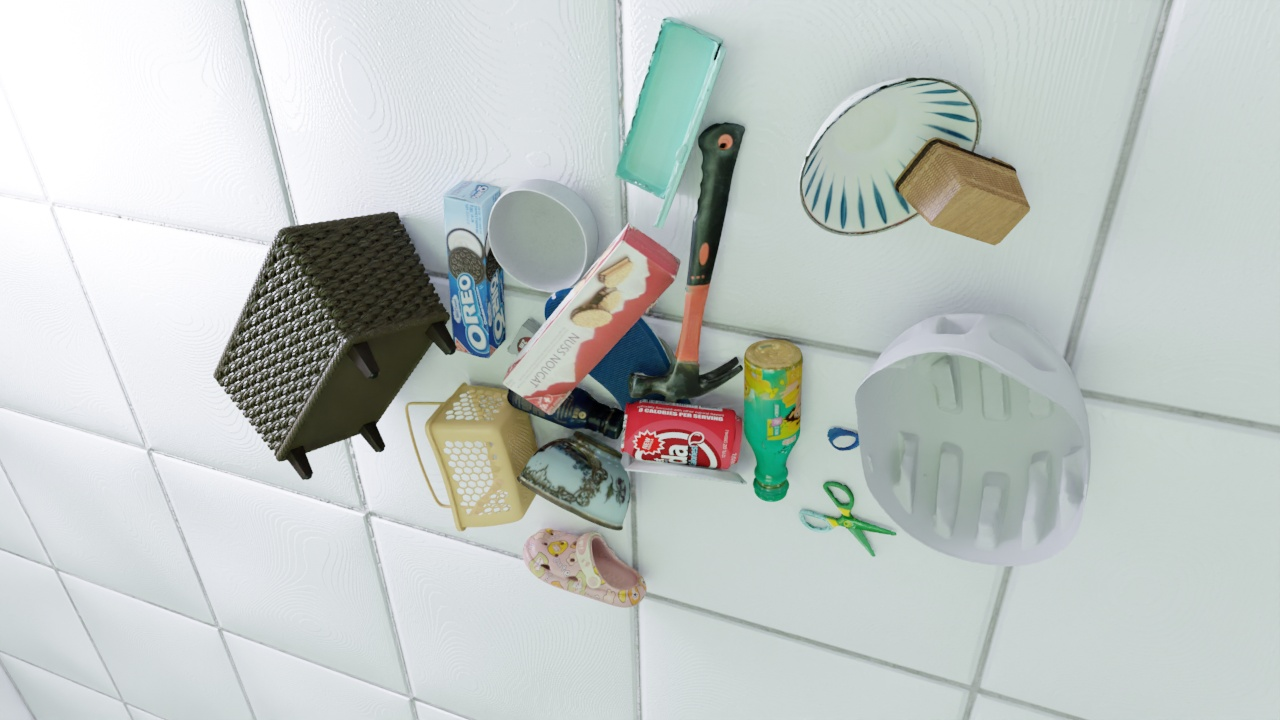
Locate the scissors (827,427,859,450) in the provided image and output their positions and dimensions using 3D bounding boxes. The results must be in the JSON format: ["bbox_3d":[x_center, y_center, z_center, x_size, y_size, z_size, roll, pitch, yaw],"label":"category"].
[{"bbox_3d":[0.282,0.089,1.094,0.129,0.014,0.127,-25,112,32],"label":"scissors"}]

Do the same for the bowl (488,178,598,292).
[{"bbox_3d":[-0.109,-0.153,1.087,0.132,0.064,0.132,13,126,18],"label":"bowl"}]

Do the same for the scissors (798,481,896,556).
[{"bbox_3d":[0.261,0.210,1.183,0.122,0.011,0.128,-26,106,37],"label":"scissors"}]

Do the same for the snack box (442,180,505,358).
[{"bbox_3d":[-0.210,-0.112,1.169,0.059,0.059,0.227,14,126,13],"label":"snack box"}]

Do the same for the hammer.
[{"bbox_3d":[0.069,-0.102,1.033,0.133,0.033,0.334,1,120,-11],"label":"hammer"}]

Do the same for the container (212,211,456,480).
[{"bbox_3d":[-0.399,-0.007,1.214,0.205,0.176,0.322,54,130,13],"label":"container"}]

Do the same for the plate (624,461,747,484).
[{"bbox_3d":[0.058,0.143,1.169,0.157,0.157,0.014,4,83,23],"label":"plate"}]

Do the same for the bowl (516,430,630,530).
[{"bbox_3d":[-0.076,0.153,1.243,0.160,0.160,0.094,26,87,8],"label":"bowl"}]

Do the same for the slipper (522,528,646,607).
[{"bbox_3d":[-0.080,0.297,1.361,0.197,0.093,0.082,22,117,10],"label":"slipper"}]

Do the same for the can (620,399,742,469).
[{"bbox_3d":[0.050,0.090,1.127,0.142,0.074,0.075,6,125,1],"label":"can"}]

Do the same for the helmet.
[{"bbox_3d":[0.345,0.086,0.943,0.225,0.183,0.282,-1,108,43],"label":"helmet"}]

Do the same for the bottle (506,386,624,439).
[{"bbox_3d":[-0.098,0.061,1.229,0.161,0.056,0.056,20,128,10],"label":"bottle"}]

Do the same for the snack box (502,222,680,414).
[{"bbox_3d":[-0.062,-0.039,1.054,0.076,0.044,0.274,35,128,-13],"label":"snack box"}]

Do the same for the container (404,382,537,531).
[{"bbox_3d":[-0.242,0.134,1.301,0.167,0.129,0.183,-1,119,18],"label":"container"}]

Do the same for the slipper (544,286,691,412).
[{"bbox_3d":[-0.007,0.007,1.152,0.118,0.060,0.295,-16,126,27],"label":"slipper"}]

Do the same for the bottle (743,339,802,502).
[{"bbox_3d":[0.159,0.078,1.109,0.068,0.067,0.210,9,125,20],"label":"bottle"}]

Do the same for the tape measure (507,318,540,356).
[{"bbox_3d":[-0.140,-0.018,1.220,0.062,0.020,0.060,37,135,0],"label":"tape measure"}]

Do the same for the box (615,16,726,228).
[{"bbox_3d":[0.026,-0.244,0.952,0.078,0.109,0.188,16,131,-6],"label":"box"}]

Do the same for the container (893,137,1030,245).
[{"bbox_3d":[0.304,-0.153,0.855,0.113,0.061,0.063,11,134,-27],"label":"container"}]

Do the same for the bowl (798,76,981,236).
[{"bbox_3d":[0.222,-0.207,0.869,0.177,0.070,0.178,-11,141,-9],"label":"bowl"}]
